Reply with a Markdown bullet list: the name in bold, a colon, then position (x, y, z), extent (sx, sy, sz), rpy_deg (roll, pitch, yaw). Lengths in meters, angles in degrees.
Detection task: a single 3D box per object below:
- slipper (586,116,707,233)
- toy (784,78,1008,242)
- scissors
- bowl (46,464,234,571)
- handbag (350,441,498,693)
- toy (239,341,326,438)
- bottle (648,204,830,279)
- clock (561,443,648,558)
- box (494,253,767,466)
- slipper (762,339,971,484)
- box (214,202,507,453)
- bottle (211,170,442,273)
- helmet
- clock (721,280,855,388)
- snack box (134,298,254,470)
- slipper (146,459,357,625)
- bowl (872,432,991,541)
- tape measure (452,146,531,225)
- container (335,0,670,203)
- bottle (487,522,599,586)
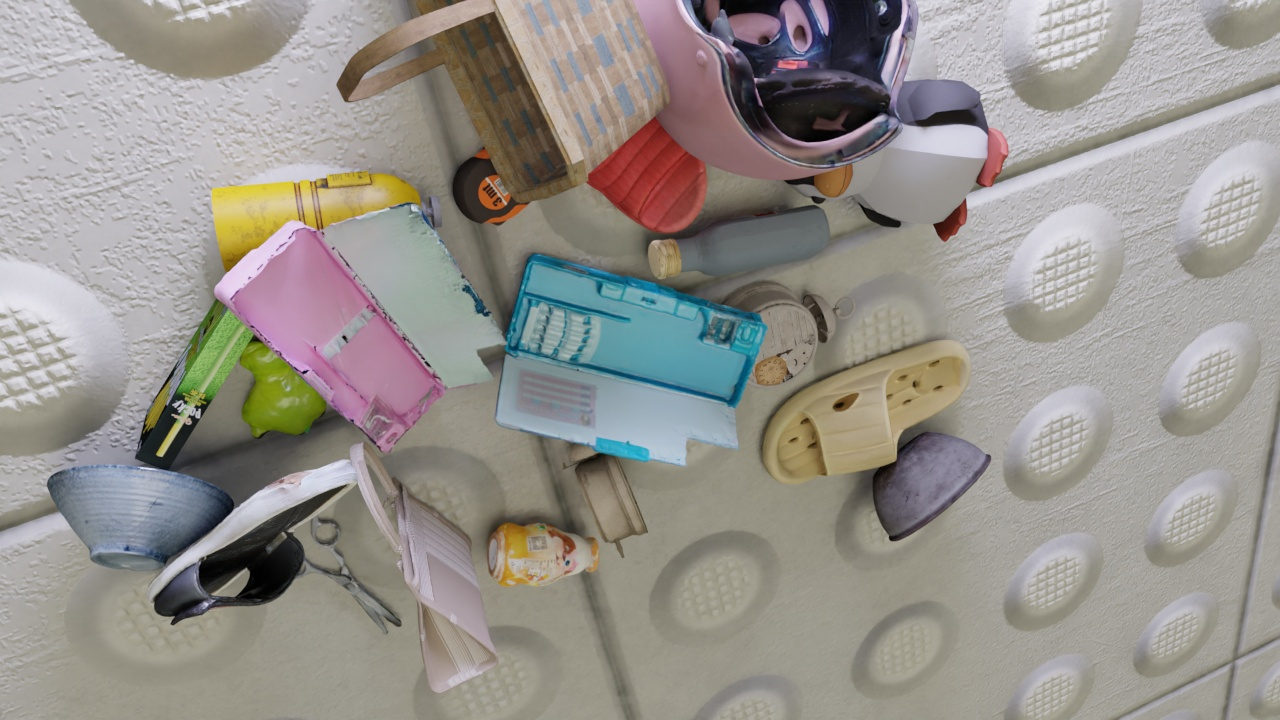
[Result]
- **slipper**: position (-0.025, -0.198, 0.763), extent (0.103, 0.059, 0.248), rpy_deg (-46, 121, 5)
- **toy**: position (0.207, -0.199, 0.832), extent (0.184, 0.140, 0.159), rpy_deg (3, 145, -12)
- **scissors**: position (-0.278, 0.205, 0.888), extent (0.161, 0.014, 0.118), rpy_deg (29, 102, -27)
- **bowl**: position (-0.404, 0.134, 0.735), extent (0.137, 0.057, 0.137), rpy_deg (-1, 152, 0)
- **handbag**: position (-0.201, 0.155, 0.802), extent (0.062, 0.175, 0.198), rpy_deg (-25, 118, -7)
- **toy**: position (-0.301, 0.018, 0.775), extent (0.094, 0.036, 0.093), rpy_deg (-35, 117, -10)
- **bottle**: position (0.088, -0.106, 0.845), extent (0.161, 0.072, 0.046), rpy_deg (-12, 85, -16)
- **clock**: position (-0.040, 0.119, 0.905), extent (0.054, 0.093, 0.141), rpy_deg (-23, 96, -2)
- **box**: position (-0.010, 0.009, 0.832), extent (0.227, 0.085, 0.170), rpy_deg (14, 77, -12)
- **slipper**: position (0.257, 0.059, 0.991), extent (0.261, 0.079, 0.111), rpy_deg (-25, 118, -9)
- **box**: position (-0.205, -0.029, 0.732), extent (0.160, 0.062, 0.231), rpy_deg (-30, 144, -4)
- **bottle**: position (-0.239, -0.109, 0.716), extent (0.163, 0.071, 0.071), rpy_deg (-9, 118, -17)
- **helmet**: position (0.089, -0.257, 0.708), extent (0.229, 0.153, 0.255), rpy_deg (-1, 83, -31)
- **clock**: position (0.146, -0.028, 0.912), extent (0.156, 0.061, 0.103), rpy_deg (-21, 120, -9)
- **snack box**: position (-0.345, 0.005, 0.724), extent (0.025, 0.080, 0.148), rpy_deg (30, 101, -31)
- **slipper**: position (-0.317, 0.165, 0.752), extent (0.265, 0.063, 0.111), rpy_deg (-38, 169, 30)
- **bowl**: position (0.313, 0.131, 1.031), extent (0.145, 0.145, 0.067), rpy_deg (-42, 81, 2)
- **tape measure**: position (-0.126, -0.142, 0.765), extent (0.058, 0.038, 0.058), rpy_deg (-46, 123, -12)
- **container**: position (-0.116, -0.227, 0.628), extent (0.186, 0.158, 0.250), rpy_deg (-30, 106, -20)
- **bottle**: position (-0.097, 0.196, 0.925), extent (0.109, 0.063, 0.063), rpy_deg (6, 112, -23)
